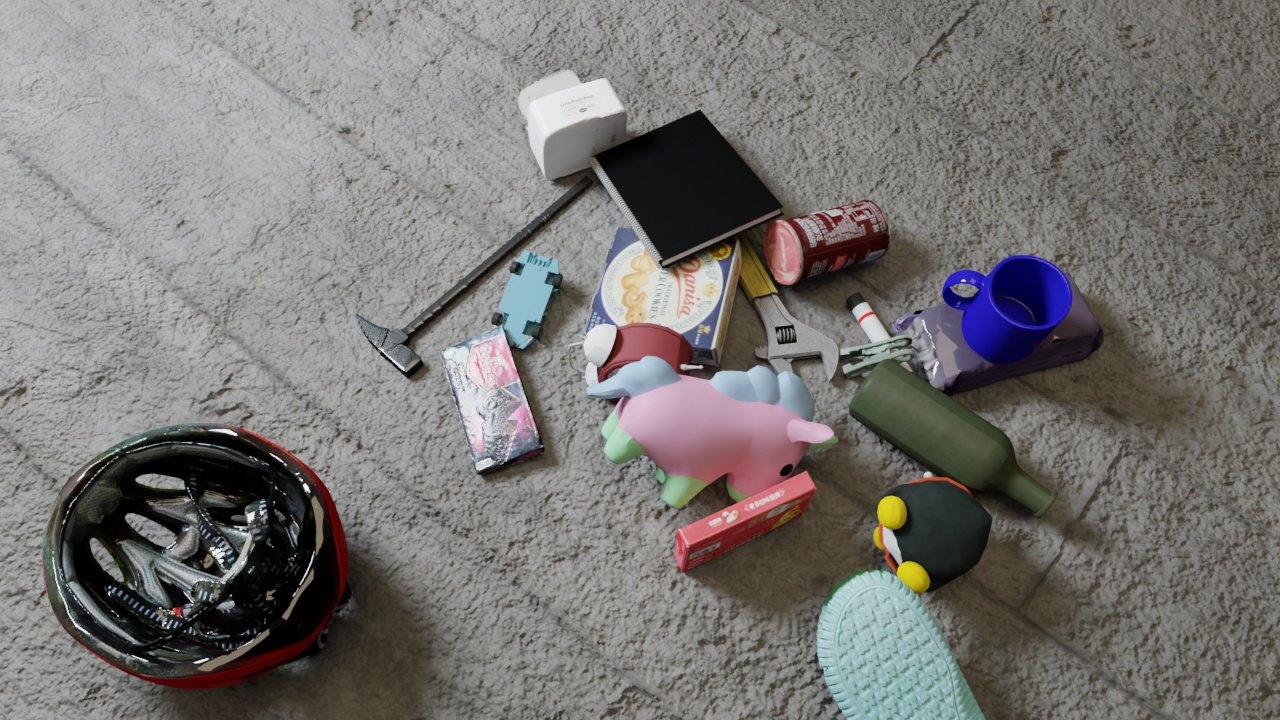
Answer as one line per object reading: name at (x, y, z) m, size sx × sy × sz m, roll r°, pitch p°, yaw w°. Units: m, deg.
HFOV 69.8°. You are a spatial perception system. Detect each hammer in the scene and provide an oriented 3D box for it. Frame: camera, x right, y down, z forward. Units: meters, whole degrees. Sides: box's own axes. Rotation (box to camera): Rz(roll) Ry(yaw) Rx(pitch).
hammer at (-0.176, -0.116, 1.048) m, size 0.095 × 0.015 × 0.324 m, roll 39°, pitch 68°, yaw 19°

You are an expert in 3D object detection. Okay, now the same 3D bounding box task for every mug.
mug at (0.354, -0.055, 0.908) m, size 0.111 × 0.084 × 0.079 m, roll 22°, pitch 70°, yaw 10°

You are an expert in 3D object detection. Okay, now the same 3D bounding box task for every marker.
marker at (0.266, -0.011, 0.986) m, size 0.019 × 0.019 × 0.145 m, roll -22°, pitch 64°, yaw -11°

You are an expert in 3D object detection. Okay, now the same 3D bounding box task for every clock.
clock at (-0.006, 0.006, 0.935) m, size 0.137 × 0.096 × 0.048 m, roll 7°, pitch 56°, yaw 4°

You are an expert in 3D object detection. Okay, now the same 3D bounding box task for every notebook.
notebook at (0.046, -0.198, 1.037) m, size 0.149 × 0.016 × 0.206 m, roll -25°, pitch 51°, yaw -6°

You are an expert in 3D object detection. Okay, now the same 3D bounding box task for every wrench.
wrench at (0.134, -0.085, 1.026) m, size 0.083 × 0.018 × 0.273 m, roll -19°, pitch 64°, yaw -10°

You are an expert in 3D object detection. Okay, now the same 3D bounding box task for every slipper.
slipper at (0.243, 0.313, 0.791) m, size 0.115 × 0.070 × 0.276 m, roll -31°, pitch 81°, yaw -14°

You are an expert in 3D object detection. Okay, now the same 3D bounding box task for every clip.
clip at (0.250, -0.005, 0.966) m, size 0.076 × 0.023 × 0.047 m, roll -17°, pitch 62°, yaw 23°

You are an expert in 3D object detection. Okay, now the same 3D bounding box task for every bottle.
bottle at (0.310, 0.081, 0.908) m, size 0.207 × 0.071 × 0.071 m, roll 36°, pitch 68°, yaw 17°

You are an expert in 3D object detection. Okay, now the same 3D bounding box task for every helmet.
helmet at (-0.384, 0.171, 0.810) m, size 0.272 × 0.167 × 0.217 m, roll 23°, pitch 65°, yaw 12°

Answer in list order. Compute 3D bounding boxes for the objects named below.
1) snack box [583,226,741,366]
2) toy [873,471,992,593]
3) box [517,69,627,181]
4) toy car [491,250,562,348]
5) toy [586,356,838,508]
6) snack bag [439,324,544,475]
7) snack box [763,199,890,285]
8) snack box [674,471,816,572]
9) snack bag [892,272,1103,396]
snack box at (0.027, -0.072, 0.996) m, size 0.145 × 0.043 × 0.144 m, roll 7°, pitch 62°, yaw 15°
toy at (0.268, 0.155, 0.855) m, size 0.100 × 0.119 × 0.097 m, roll -18°, pitch 86°, yaw 2°
box at (-0.090, -0.302, 1.093) m, size 0.110 × 0.103 × 0.130 m, roll -20°, pitch 72°, yaw -13°
toy car at (-0.124, -0.064, 1.012) m, size 0.060 × 0.027 × 0.107 m, roll 18°, pitch 81°, yaw 10°
toy at (0.067, 0.056, 0.871) m, size 0.222 × 0.120 × 0.171 m, roll 40°, pitch 103°, yaw -19°
snack bag at (-0.156, 0.041, 0.957) m, size 0.074 × 0.018 × 0.155 m, roll -23°, pitch 64°, yaw 0°
snack box at (0.205, -0.132, 1.010) m, size 0.121 × 0.072 × 0.072 m, roll -17°, pitch 63°, yaw -20°
snack box at (0.096, 0.153, 0.861) m, size 0.133 × 0.089 × 0.021 m, roll -23°, pitch 65°, yaw -12°
snack bag at (0.383, -0.032, 0.974) m, size 0.205 × 0.058 × 0.096 m, roll -15°, pitch 64°, yaw -8°
